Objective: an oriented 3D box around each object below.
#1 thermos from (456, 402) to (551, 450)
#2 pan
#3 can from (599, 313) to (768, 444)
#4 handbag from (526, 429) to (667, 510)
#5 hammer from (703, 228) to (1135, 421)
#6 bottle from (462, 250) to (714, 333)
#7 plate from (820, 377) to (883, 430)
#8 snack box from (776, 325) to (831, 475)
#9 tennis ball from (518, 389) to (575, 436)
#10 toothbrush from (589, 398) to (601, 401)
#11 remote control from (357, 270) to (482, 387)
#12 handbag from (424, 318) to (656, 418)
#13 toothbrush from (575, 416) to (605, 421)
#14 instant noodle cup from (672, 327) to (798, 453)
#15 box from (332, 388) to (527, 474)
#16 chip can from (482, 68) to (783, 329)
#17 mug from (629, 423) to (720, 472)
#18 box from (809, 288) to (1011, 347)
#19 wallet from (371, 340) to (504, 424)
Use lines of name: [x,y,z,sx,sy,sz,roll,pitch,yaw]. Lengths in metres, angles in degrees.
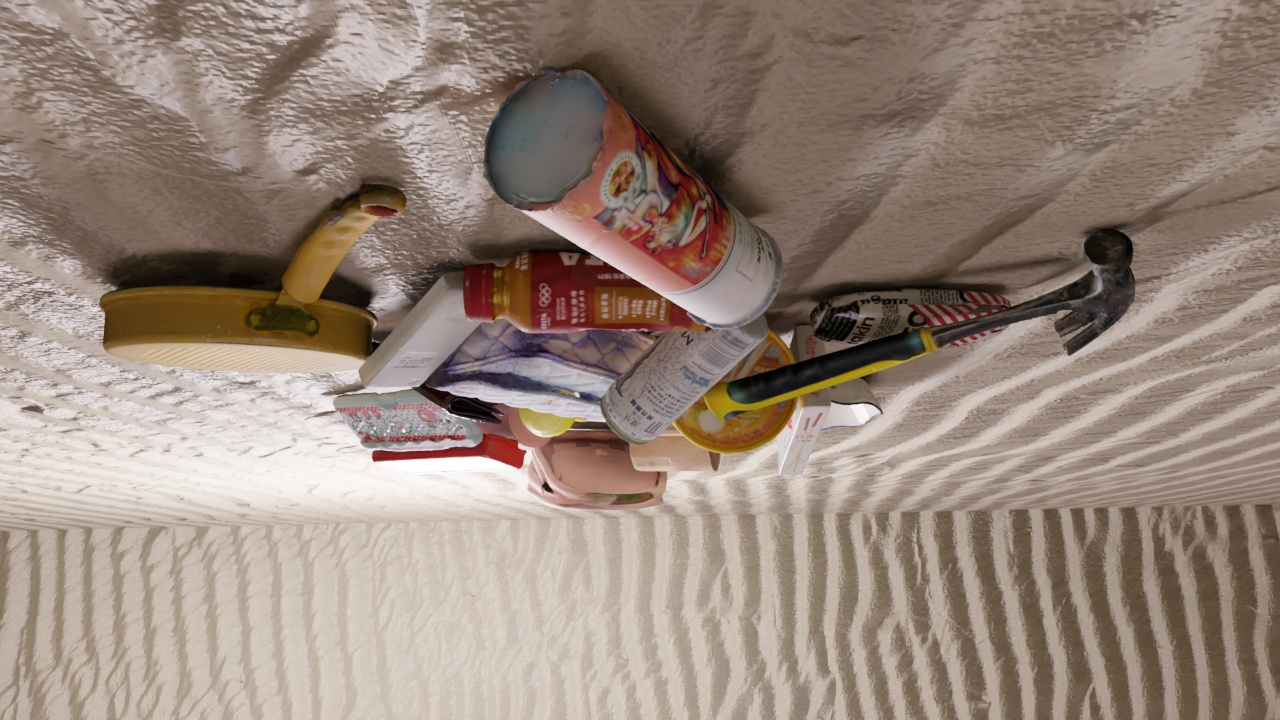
thermos: [-0.178,0.094,1.156,0.087,0.067,0.199,20,155,-32]
pan: [-0.256,-0.046,0.653,0.197,0.078,0.358,6,171,-39]
can: [0.033,0.004,0.727,0.058,0.058,0.147,12,134,-43]
handbag: [-0.051,0.162,1.235,0.193,0.093,0.234,3,-172,-10]
hammer: [0.206,-0.008,0.710,0.324,0.031,0.126,-18,149,19]
bottle: [-0.033,-0.048,0.634,0.175,0.057,0.057,-1,166,-1]
plate: [0.173,0.050,1.064,0.205,0.045,0.205,-2,166,-1]
snack box: [0.151,0.041,0.872,0.027,0.084,0.157,0,151,0]
tennis ball: [-0.100,0.050,0.998,0.065,0.065,0.065,-1,166,0]
toothbrush: [0.026,0.052,1.111,0.191,0.018,0.016,5,165,-20]
remote control: [-0.159,-0.022,0.699,0.056,0.019,0.135,0,147,-50]
handbag: [-0.082,0.004,0.799,0.134,0.075,0.193,-11,162,36]
toothbrush: [-0.063,0.069,1.139,0.018,0.016,0.192,-9,-179,-38]
instant noodle cup: [0.079,0.026,0.837,0.118,0.118,0.114,-2,174,3]
box: [-0.248,0.088,1.061,0.201,0.058,0.161,-6,143,34]
chip can: [0.007,-0.077,0.498,0.071,0.071,0.214,-9,164,28]
mug: [0.040,0.097,1.162,0.104,0.084,0.124,-3,164,16]
box: [0.220,-0.031,0.744,0.164,0.052,0.069,0,145,-3]
wallet: [-0.193,0.019,0.845,0.122,0.020,0.096,30,179,25]
